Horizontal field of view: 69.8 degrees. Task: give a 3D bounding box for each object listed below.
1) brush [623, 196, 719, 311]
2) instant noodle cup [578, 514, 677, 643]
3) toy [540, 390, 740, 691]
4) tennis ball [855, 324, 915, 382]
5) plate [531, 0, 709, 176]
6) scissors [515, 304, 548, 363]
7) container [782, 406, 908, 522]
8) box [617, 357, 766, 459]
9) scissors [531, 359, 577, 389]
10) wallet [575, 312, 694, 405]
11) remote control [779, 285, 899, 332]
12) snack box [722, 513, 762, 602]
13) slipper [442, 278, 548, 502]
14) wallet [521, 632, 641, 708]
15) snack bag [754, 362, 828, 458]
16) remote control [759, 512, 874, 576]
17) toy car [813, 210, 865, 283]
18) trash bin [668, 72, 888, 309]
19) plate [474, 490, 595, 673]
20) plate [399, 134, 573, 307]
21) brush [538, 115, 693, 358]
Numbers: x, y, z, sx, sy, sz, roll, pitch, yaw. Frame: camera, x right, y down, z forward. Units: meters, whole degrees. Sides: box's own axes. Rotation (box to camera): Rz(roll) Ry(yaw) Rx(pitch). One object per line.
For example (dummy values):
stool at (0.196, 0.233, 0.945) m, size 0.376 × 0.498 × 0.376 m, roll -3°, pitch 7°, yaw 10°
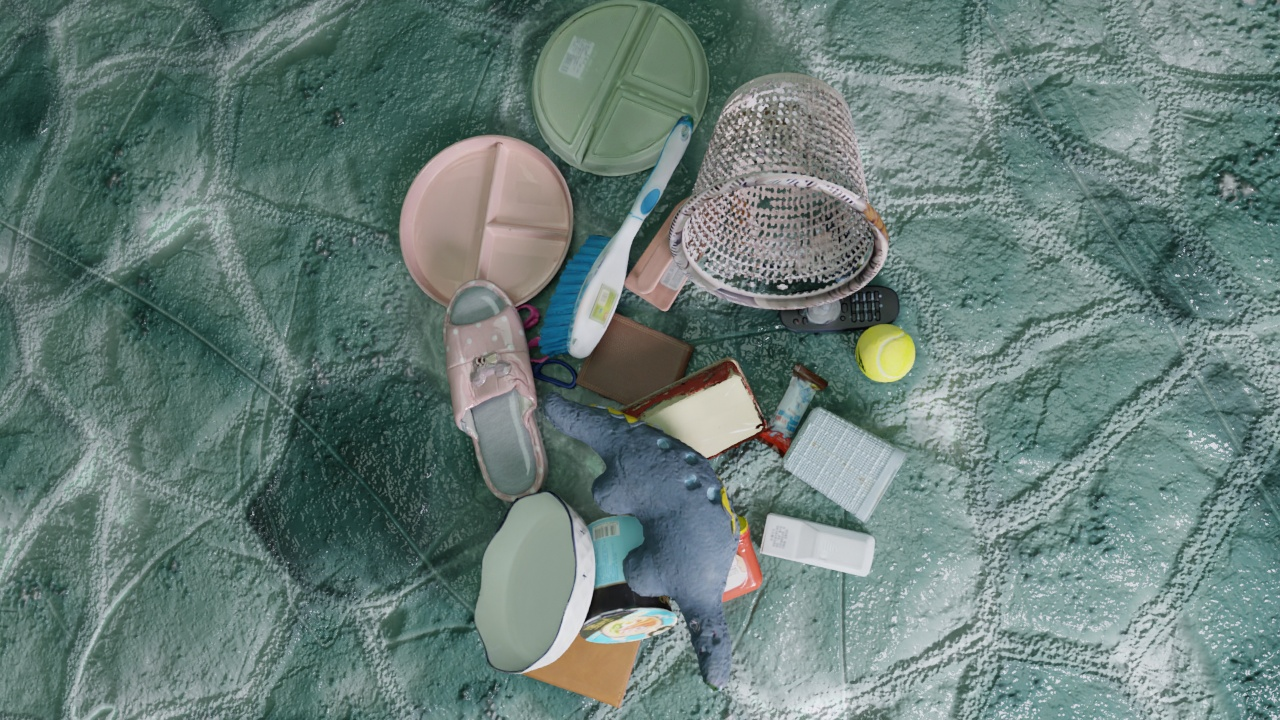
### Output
brush at (0.044, -0.134, 1.087) m, size 0.063 × 0.073 × 0.145 m, roll 34°, pitch 89°, yaw 13°
instant noodle cup at (-0.021, 0.245, 1.041) m, size 0.111 × 0.111 × 0.120 m, roll -15°, pitch 57°, yaw 9°
toy at (0.028, 0.165, 0.968) m, size 0.137 × 0.091 × 0.356 m, roll -27°, pitch 77°, yaw -8°
tennis ball at (0.276, -0.008, 1.035) m, size 0.065 × 0.065 × 0.065 m, roll -1°, pitch 84°, yaw 10°
plate at (-0.029, -0.345, 1.145) m, size 0.230 × 0.027 × 0.230 m, roll -1°, pitch 84°, yaw 10°
scissors at (-0.176, -0.022, 1.138) m, size 0.137 × 0.017 × 0.093 m, roll -13°, pitch 81°, yaw 14°
container at (0.225, 0.112, 1.023) m, size 0.111 × 0.090 × 0.090 m, roll 32°, pitch 90°, yaw 15°
box at (0.052, 0.073, 1.049) m, size 0.168 × 0.076 × 0.091 m, roll -27°, pitch 106°, yaw 7°
scissors at (-0.158, 0.019, 1.141) m, size 0.162 × 0.012 × 0.175 m, roll -5°, pitch 82°, yaw 11°
wallet at (-0.007, 0.006, 1.106) m, size 0.124 × 0.032 × 0.101 m, roll 23°, pitch 93°, yaw 12°
remote control at (0.231, -0.059, 1.069) m, size 0.136 × 0.024 × 0.053 m, roll -3°, pitch 86°, yaw 11°
snack box at (0.090, 0.228, 1.041) m, size 0.091 × 0.082 × 0.080 m, roll -22°, pitch 91°, yaw 6°
slipper at (-0.178, 0.037, 1.102) m, size 0.114 × 0.054 × 0.274 m, roll -12°, pitch 89°, yaw 16°
wallet at (-0.070, 0.337, 1.083) m, size 0.132 × 0.031 × 0.107 m, roll 16°, pitch 86°, yaw 7°
snack bag at (0.175, 0.058, 1.068) m, size 0.048 × 0.026 × 0.104 m, roll 33°, pitch 91°, yaw 0°
remote control at (0.202, 0.210, 1.049) m, size 0.125 × 0.024 × 0.049 m, roll 10°, pitch 86°, yaw 12°
toy car at (0.233, -0.132, 1.071) m, size 0.043 × 0.034 × 0.090 m, roll -19°, pitch 67°, yaw 12°
trash bin at (0.153, -0.194, 1.002) m, size 0.228 × 0.228 × 0.191 m, roll 2°, pitch 60°, yaw 11°
plate at (-0.118, 0.251, 1.040) m, size 0.045 × 0.205 × 0.205 m, roll 22°, pitch 88°, yaw -33°
plate at (-0.193, -0.170, 1.157) m, size 0.230 × 0.028 × 0.229 m, roll -1°, pitch 84°, yaw 11°
brush at (-0.026, -0.143, 1.085) m, size 0.060 × 0.110 × 0.314 m, roll 26°, pitch 83°, yaw -32°
